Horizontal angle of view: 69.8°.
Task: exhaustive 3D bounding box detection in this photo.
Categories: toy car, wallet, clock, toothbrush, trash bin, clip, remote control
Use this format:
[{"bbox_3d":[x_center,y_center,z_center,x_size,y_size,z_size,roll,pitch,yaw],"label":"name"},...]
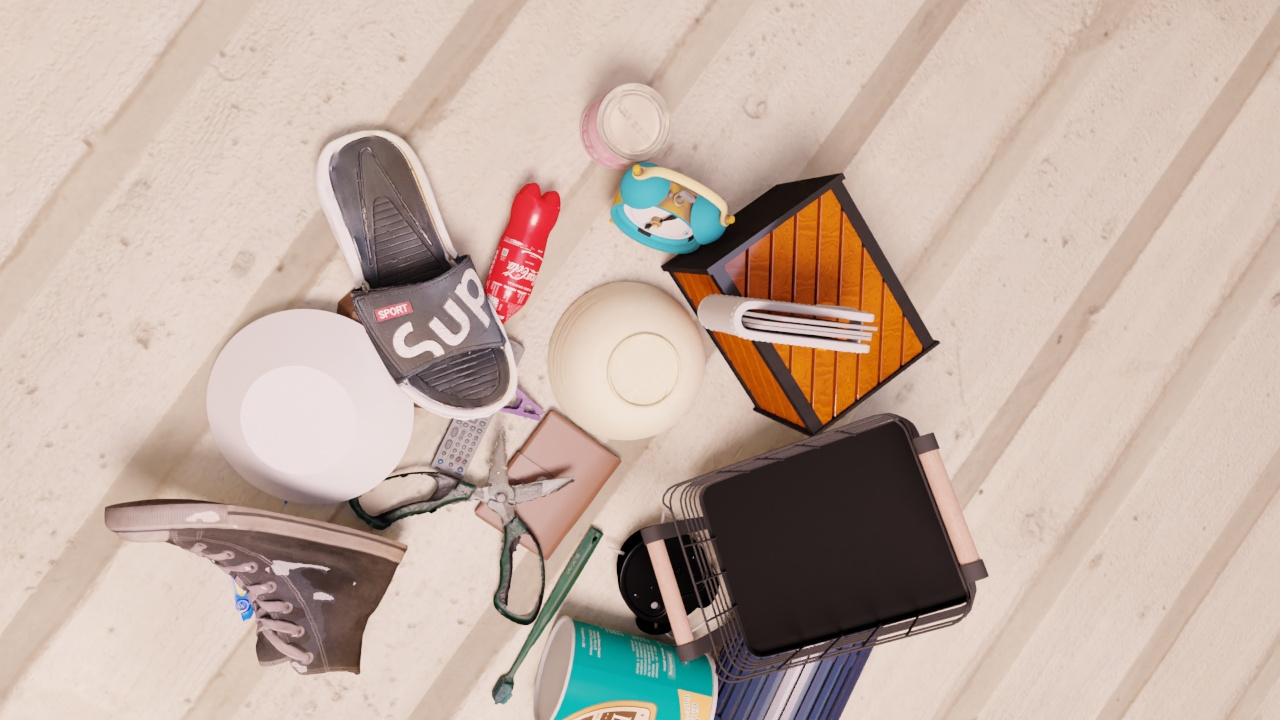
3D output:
[{"bbox_3d":[-0.328,0.173,0.800,0.061,0.033,0.092,-14,96,-24],"label":"toy car"},{"bbox_3d":[-0.086,0.117,0.858,0.087,0.013,0.121,37,89,-15],"label":"wallet"},{"bbox_3d":[0.022,-0.129,0.796,0.099,0.130,0.043,26,72,-15],"label":"clock"},{"bbox_3d":[0.025,0.213,0.882,0.091,0.042,0.121,-32,103,-8],"label":"clock"},{"bbox_3d":[-0.088,0.243,0.872,0.016,0.017,0.190,31,89,-14],"label":"toothbrush"},{"bbox_3d":[0.157,0.254,0.873,0.139,0.139,0.249,24,92,-16],"label":"trash bin"},{"bbox_3d":[-0.108,0.039,0.837,0.050,0.013,0.029,29,91,-38],"label":"clip"},{"bbox_3d":[0.116,-0.028,0.690,0.118,0.115,0.037,6,95,-15],"label":"wallet"},{"bbox_3d":[-0.147,0.041,0.833,0.033,0.013,0.136,26,90,-16],"label":"remote control"},{"bbox_3d":[0.138,-0.052,0.827,0.139,0.140,0.172,-36,104,-7],"label":"trash bin"}]

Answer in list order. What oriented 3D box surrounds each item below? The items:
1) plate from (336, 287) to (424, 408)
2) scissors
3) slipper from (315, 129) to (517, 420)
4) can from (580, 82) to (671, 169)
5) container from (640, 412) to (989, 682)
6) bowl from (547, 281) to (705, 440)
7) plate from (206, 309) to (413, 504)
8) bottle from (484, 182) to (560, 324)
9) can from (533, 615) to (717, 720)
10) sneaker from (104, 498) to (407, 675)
[{"bbox_3d":[-0.204,-0.020,0.805,0.131,0.025,0.131,-2,97,-14],"label":"plate"},{"bbox_3d":[-0.150,0.161,0.840,0.201,0.015,0.206,-12,106,-2],"label":"scissors"},{"bbox_3d":[-0.188,-0.072,0.759,0.111,0.063,0.264,-22,87,-17],"label":"slipper"},{"bbox_3d":[-0.014,-0.204,0.803,0.067,0.076,0.067,-2,98,-14],"label":"can"},{"bbox_3d":[0.143,0.150,0.745,0.242,0.130,0.162,-22,77,19],"label":"container"},{"bbox_3d":[-0.005,0.005,0.833,0.150,0.075,0.151,-2,97,-14],"label":"bowl"},{"bbox_3d":[-0.282,0.046,0.771,0.174,0.036,0.174,-1,103,-4],"label":"plate"},{"bbox_3d":[-0.109,-0.086,0.812,0.042,0.042,0.141,19,92,-15],"label":"bottle"},{"bbox_3d":[-0.015,0.305,0.855,0.144,0.099,0.099,19,92,-15],"label":"can"},{"bbox_3d":[-0.315,0.179,0.740,0.234,0.095,0.119,25,70,-37],"label":"sneaker"}]
